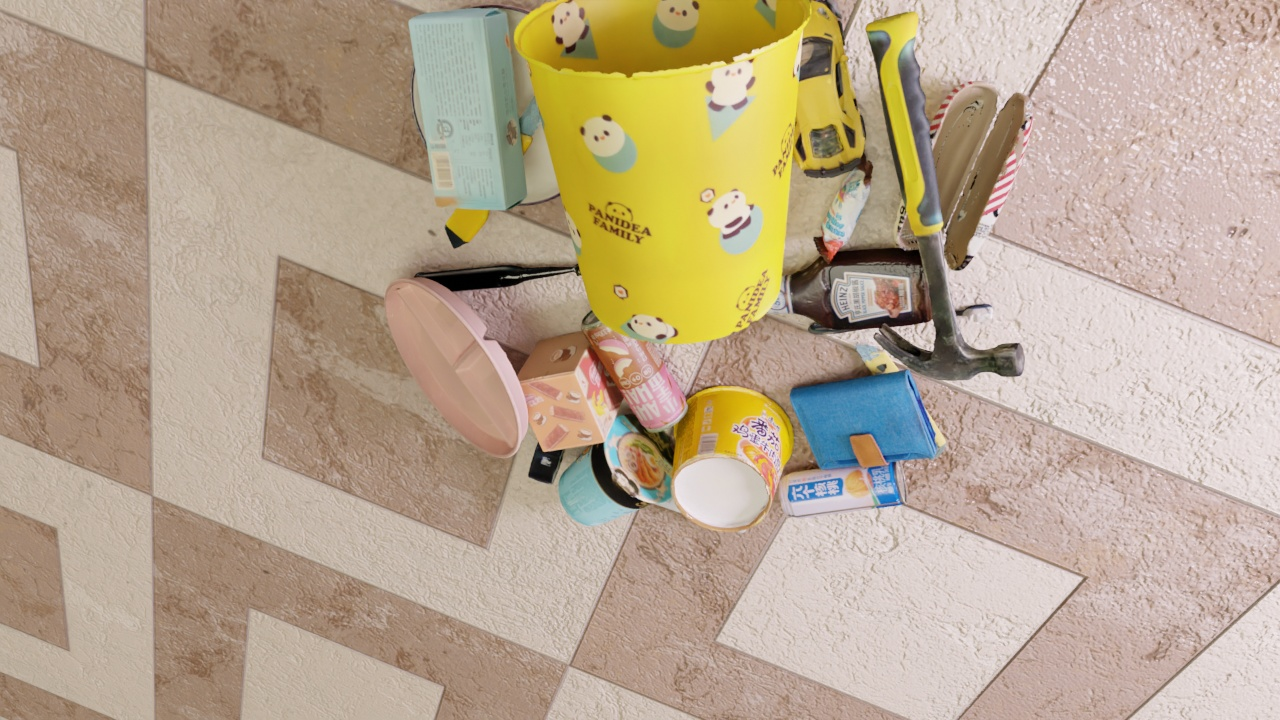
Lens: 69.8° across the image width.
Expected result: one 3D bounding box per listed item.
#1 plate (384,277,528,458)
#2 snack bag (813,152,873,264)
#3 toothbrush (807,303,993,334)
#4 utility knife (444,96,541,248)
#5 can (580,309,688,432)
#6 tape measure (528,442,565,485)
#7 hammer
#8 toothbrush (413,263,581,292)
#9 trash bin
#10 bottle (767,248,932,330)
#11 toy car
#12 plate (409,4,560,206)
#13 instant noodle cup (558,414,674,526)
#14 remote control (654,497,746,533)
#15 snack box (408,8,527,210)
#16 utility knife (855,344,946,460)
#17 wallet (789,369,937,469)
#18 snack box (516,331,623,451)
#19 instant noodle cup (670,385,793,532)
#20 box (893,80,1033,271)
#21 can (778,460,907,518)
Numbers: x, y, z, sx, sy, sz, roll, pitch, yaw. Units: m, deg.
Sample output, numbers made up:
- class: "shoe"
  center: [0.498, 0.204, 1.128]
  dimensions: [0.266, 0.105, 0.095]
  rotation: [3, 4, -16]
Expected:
- class: "plate"
  center: [-0.201, 0.006, 1.010]
  dimensions: [0.229, 0.028, 0.230]
  rotation: [34, 145, 28]
- class: "snack bag"
  center: [0.193, -0.143, 0.858]
  dimensions: [0.026, 0.045, 0.106]
  rotation: [14, 126, -9]
- class: "toothbrush"
  center: [0.259, -0.039, 0.923]
  dimensions: [0.181, 0.018, 0.016]
  rotation: [-5, 125, 20]
- class: "utility knife"
  center: [-0.135, -0.185, 0.888]
  dimensions: [0.033, 0.015, 0.210]
  rotation: [40, 124, -4]
- class: "can"
  center: [-0.006, 0.006, 0.999]
  dimensions: [0.058, 0.057, 0.147]
  rotation: [-21, 114, 26]
- class: "tape measure"
  center: [-0.109, 0.113, 1.092]
  dimensions: [0.033, 0.065, 0.066]
  rotation: [19, 124, 1]
- class: "hammer"
  center: [0.242, -0.131, 0.794]
  dimensions: [0.126, 0.031, 0.323]
  rotation: [-3, 113, 37]
- class: "toothbrush"
  center: [-0.147, -0.091, 0.995]
  dimensions: [0.213, 0.027, 0.026]
  rotation: [-3, 114, 17]
- class: "trash bin"
  center: [0.028, -0.168, 0.785]
  dimensions: [0.230, 0.229, 0.256]
  rotation: [3, 129, 13]
- class: "bottle"
  center: [0.187, -0.068, 0.908]
  dimensions: [0.195, 0.043, 0.080]
  rotation: [-2, 122, 18]
- class: "toy car"
  center: [0.153, -0.238, 0.810]
  dimensions: [0.071, 0.041, 0.156]
  rotation: [-9, 118, 20]
- class: "plate"
  center: [-0.125, -0.245, 0.883]
  dimensions: [0.192, 0.038, 0.193]
  rotation: [7, 123, 11]
- class: "instant noodle cup"
  center: [-0.034, 0.137, 1.068]
  dimensions: [0.111, 0.111, 0.121]
  rotation: [43, 130, -13]
- class: "remote control"
  center: [0.074, 0.170, 1.103]
  dimensions: [0.125, 0.024, 0.049]
  rotation: [19, 124, 4]
- class: "snack box"
  center: [-0.154, -0.225, 0.835]
  dimensions: [0.074, 0.051, 0.175]
  rotation: [5, 117, 18]
- class: "utility knife"
  center: [0.278, 0.042, 0.973]
  dimensions: [0.031, 0.018, 0.167]
  rotation: [-30, 105, 24]
- class: "wallet"
  center: [0.236, 0.065, 0.975]
  dimensions: [0.133, 0.040, 0.106]
  rotation: [-11, 118, 34]
- class: "snack box"
  center: [-0.077, 0.033, 1.015]
  dimensions: [0.077, 0.092, 0.094]
  rotation: [-11, 118, 21]
- class: "instant noodle cup"
  center: [0.096, 0.113, 1.009]
  dimensions: [0.138, 0.109, 0.138]
  rotation: [7, 124, 10]
- class: "box"
  center: [0.275, -0.162, 0.806]
  dimensions: [0.088, 0.076, 0.163]
  rotation: [12, 128, 2]
- class: "can"
  center: [0.226, 0.144, 1.026]
  dimensions: [0.135, 0.053, 0.053]
  rotation: [-12, 118, 22]
